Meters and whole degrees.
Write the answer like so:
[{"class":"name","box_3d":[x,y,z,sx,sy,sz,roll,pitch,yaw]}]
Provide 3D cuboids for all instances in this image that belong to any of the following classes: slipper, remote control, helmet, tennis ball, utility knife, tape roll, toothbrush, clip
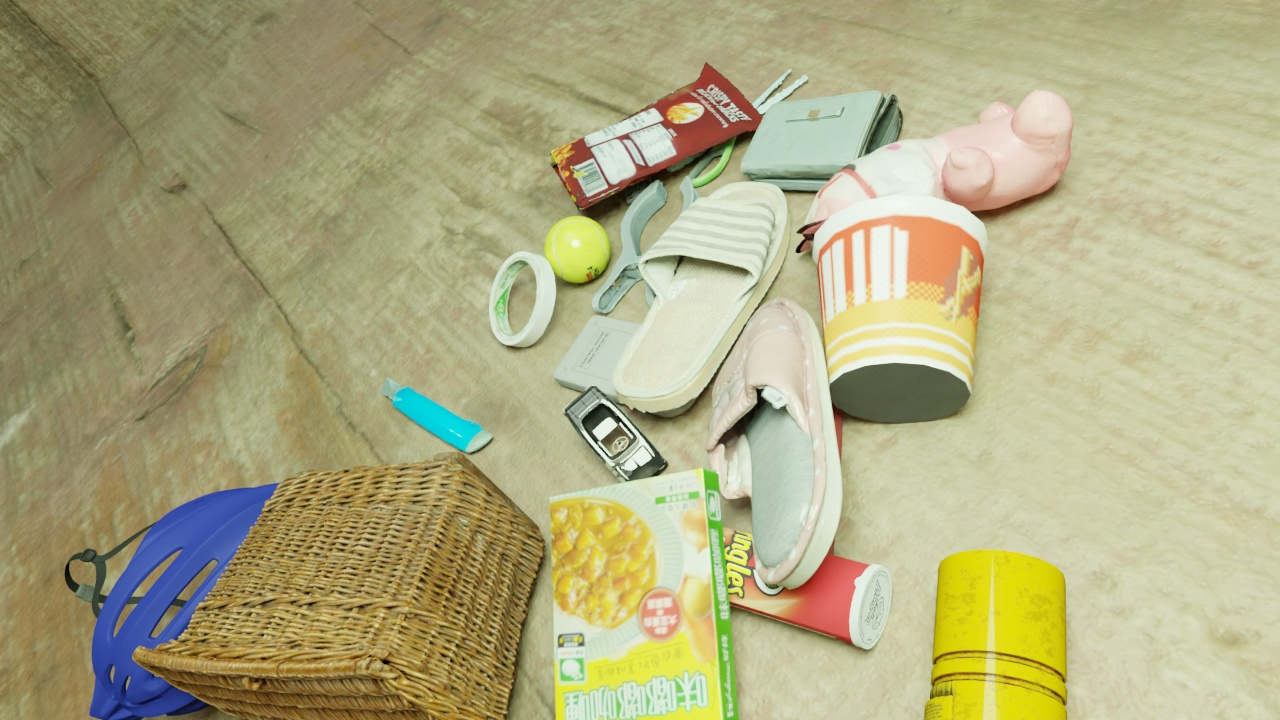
[{"class":"slipper","box_3d":[0.083,0.040,0.632,0.273,0.054,0.114,-90,22,-58]},{"class":"remote control","box_3d":[-0.008,-0.219,0.994,0.033,0.013,0.136,-21,47,14]},{"class":"helmet","box_3d":[-0.397,0.192,0.805,0.228,0.148,0.241,14,64,34]},{"class":"tennis ball","box_3d":[-0.062,-0.109,0.902,0.065,0.065,0.065,-17,47,20]},{"class":"utility knife","box_3d":[-0.206,0.051,0.898,0.186,0.015,0.031,25,68,40]},{"class":"remote control","box_3d":[-0.005,0.005,0.805,0.151,0.019,0.074,15,64,40]},{"class":"tape roll","box_3d":[-0.116,-0.060,0.898,0.094,0.018,0.093,-14,72,49]},{"class":"slipper","box_3d":[0.053,-0.068,0.788,0.115,0.054,0.271,6,51,27]},{"class":"toothbrush","box_3d":[0.140,0.057,0.671,0.016,0.016,0.189,-6,52,27]},{"class":"clip","box_3d":[-0.005,-0.112,0.897,0.115,0.028,0.162,-2,53,33]}]

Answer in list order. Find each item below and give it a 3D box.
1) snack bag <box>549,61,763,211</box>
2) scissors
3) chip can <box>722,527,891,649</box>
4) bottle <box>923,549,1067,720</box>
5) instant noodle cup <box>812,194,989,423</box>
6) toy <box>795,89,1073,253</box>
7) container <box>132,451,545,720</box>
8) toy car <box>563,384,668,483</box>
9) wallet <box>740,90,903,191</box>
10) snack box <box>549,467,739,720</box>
[{"class":"snack bag","box_3d":[0.011,-0.230,0.941,0.208,0.067,0.139,-31,43,-1]},{"class":"scissors","box_3d":[0.106,-0.239,0.942,0.175,0.032,0.093,-39,41,5]},{"class":"chip can","box_3d":[0.059,0.141,0.629,0.215,0.052,0.051,8,60,37]},{"class":"bottle","box_3d":[0.189,0.191,0.492,0.071,0.071,0.163,-5,53,30]},{"class":"instant noodle cup","box_3d":[0.183,-0.030,0.650,0.124,0.123,0.121,-7,59,28]},{"class":"toy","box_3d":[0.221,-0.136,0.721,0.213,0.084,0.142,-23,8,7]},{"class":"container","box_3d":[-0.203,0.179,0.688,0.250,0.162,0.182,-9,47,30]},{"class":"toy car","box_3d":[-0.022,0.062,0.737,0.040,0.037,0.092,-41,77,-6]},{"class":"wallet","box_3d":[0.165,-0.203,0.850,0.132,0.054,0.100,7,58,42]},{"class":"snack box","box_3d":[-0.002,0.165,0.616,0.132,0.027,0.167,-15,69,31]}]
